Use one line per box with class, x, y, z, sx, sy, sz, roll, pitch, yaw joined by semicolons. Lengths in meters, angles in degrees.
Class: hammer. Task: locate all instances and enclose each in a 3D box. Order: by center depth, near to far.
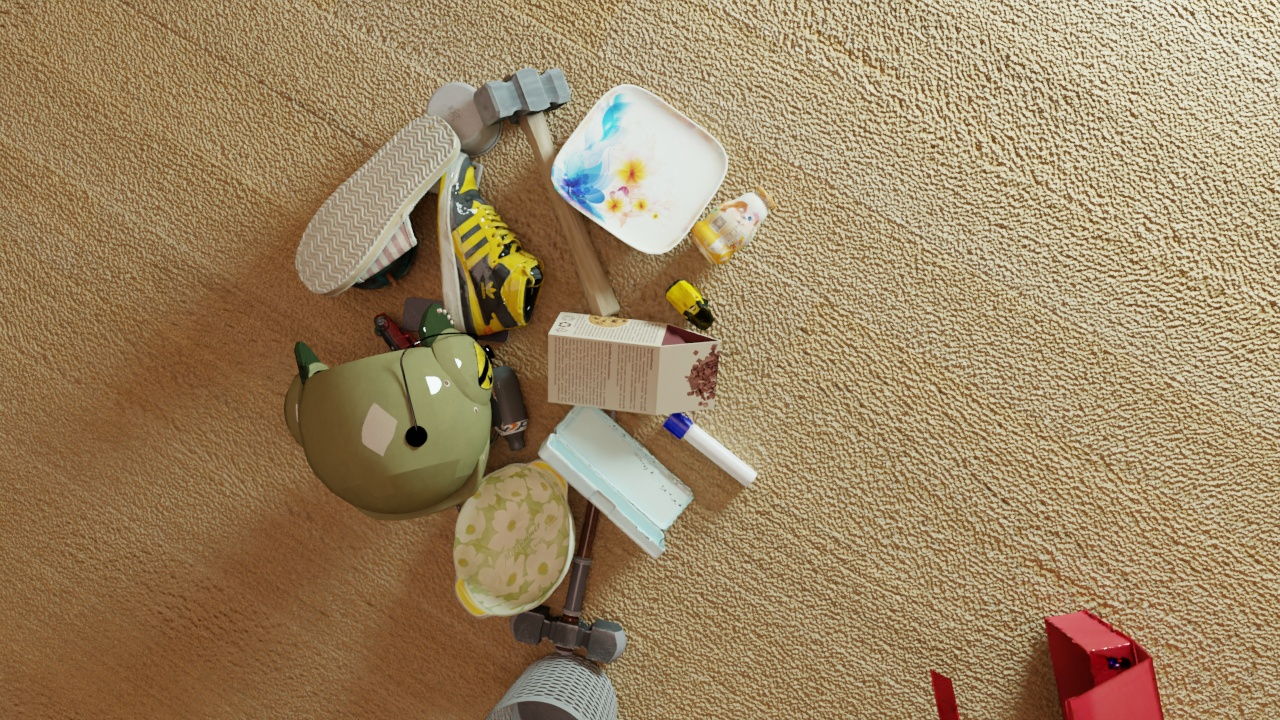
hammer;-0.100;-0.207;1.161;0.117;0.051;0.323;-26;99;-37
hammer;-0.068;0.223;1.196;0.156;0.043;0.322;12;91;6

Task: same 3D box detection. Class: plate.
plate;0.000;-0.238;1.148;0.187;0.016;0.186;35;75;-1

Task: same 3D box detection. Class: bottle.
bottle;0.117;-0.170;1.144;0.109;0.063;0.063;-38;87;7
bottle;-0.174;0.063;1.196;0.047;0.047;0.112;-15;90;7

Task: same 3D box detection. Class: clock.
clock;-0.355;-0.172;1.199;0.121;0.073;0.157;3;77;2

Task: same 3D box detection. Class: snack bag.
snack bag;-0.007;0.007;1.146;0.206;0.069;0.094;6;117;7

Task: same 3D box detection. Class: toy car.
toy car;-0.320;-0.023;1.213;0.036;0.042;0.091;-41;94;-23

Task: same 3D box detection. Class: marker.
marker;0.089;0.114;1.178;0.133;0.023;0.027;38;117;4

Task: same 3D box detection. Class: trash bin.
trash bin;-0.110;0.461;1.134;0.156;0.183;0.156;0;92;7

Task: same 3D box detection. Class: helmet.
helmet;-0.285;0.072;1.094;0.250;0.255;0.233;-15;86;7

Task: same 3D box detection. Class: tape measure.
tape measure;0.062;-0.074;1.153;0.037;0.065;0.064;-43;65;5

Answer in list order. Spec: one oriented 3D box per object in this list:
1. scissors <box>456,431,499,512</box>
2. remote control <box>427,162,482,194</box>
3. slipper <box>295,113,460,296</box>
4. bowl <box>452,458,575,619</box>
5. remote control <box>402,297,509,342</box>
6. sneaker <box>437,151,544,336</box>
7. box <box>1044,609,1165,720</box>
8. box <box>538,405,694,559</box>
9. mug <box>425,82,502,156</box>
scissors;-0.254;0.123;1.226;0.157;0.012;0.170;-28;88;8
remote control;-0.279;-0.249;1.215;0.136;0.011;0.050;14;94;6
slipper;-0.316;-0.186;1.131;0.115;0.052;0.263;43;93;21
bowl;-0.149;0.230;1.170;0.188;0.060;0.219;37;96;36
remote control;-0.245;-0.054;1.220;0.147;0.008;0.045;7;93;7
sneaker;-0.187;-0.148;1.165;0.122;0.086;0.238;-1;94;2
box;0.509;0.421;0.966;0.124;0.377;0.211;-11;91;23
box;-0.029;0.146;1.145;0.197;0.078;0.122;42;62;-6
mug;-0.214;-0.316;1.176;0.113;0.070;0.084;-29;88;9
